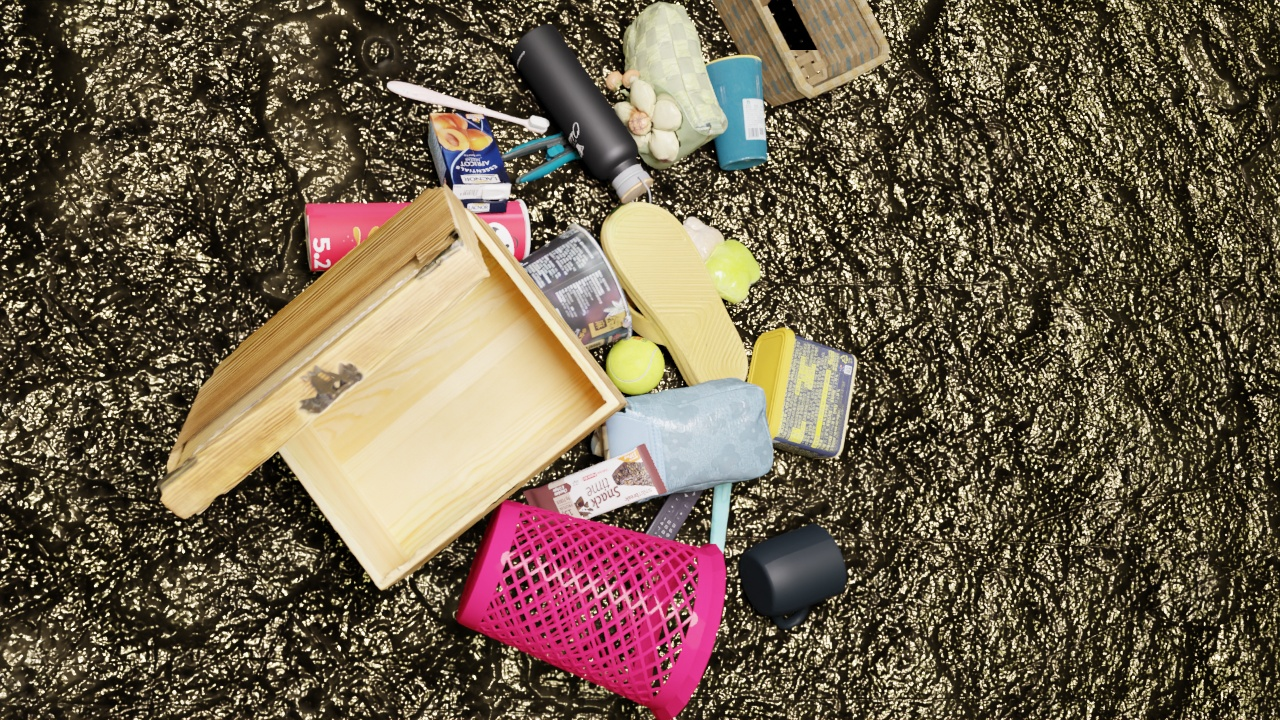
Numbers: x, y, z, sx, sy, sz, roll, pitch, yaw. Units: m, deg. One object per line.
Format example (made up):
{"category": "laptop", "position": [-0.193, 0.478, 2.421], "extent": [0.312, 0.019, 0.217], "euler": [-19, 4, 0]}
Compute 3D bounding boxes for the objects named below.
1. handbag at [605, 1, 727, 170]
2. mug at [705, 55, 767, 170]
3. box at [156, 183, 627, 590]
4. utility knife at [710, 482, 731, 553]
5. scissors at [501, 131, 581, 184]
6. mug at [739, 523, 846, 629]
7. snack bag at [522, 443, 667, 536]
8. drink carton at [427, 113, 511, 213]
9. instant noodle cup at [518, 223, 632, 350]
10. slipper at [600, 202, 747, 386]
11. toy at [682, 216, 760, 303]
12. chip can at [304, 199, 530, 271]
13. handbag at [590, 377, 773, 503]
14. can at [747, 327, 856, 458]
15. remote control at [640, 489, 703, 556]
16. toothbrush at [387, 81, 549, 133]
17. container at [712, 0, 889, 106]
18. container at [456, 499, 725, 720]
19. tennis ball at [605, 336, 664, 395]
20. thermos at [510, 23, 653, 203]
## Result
{"category": "handbag", "position": [0.017, -0.313, 1.052], "extent": [0.116, 0.113, 0.186], "euler": [-14, 86, -37]}
{"category": "mug", "position": [0.117, -0.298, 1.114], "extent": [0.078, 0.078, 0.121], "euler": [-9, 90, -22]}
{"category": "box", "position": [-0.215, 0.008, 0.759], "extent": [0.279, 0.315, 0.282], "euler": [-39, 84, 4]}
{"category": "utility knife", "position": [0.088, 0.213, 1.057], "extent": [0.022, 0.016, 0.179], "euler": [11, 77, -18]}
{"category": "scissors", "position": [-0.090, -0.238, 1.052], "extent": [0.128, 0.019, 0.140], "euler": [19, 69, -13]}
{"category": "mug", "position": [0.172, 0.258, 1.056], "extent": [0.094, 0.085, 0.122], "euler": [-14, 117, -22]}
{"category": "snack bag", "position": [-0.050, 0.138, 0.959], "extent": [0.057, 0.158, 0.013], "euler": [65, 25, -3]}
{"category": "drink carton", "position": [-0.182, -0.208, 0.965], "extent": [0.064, 0.040, 0.130], "euler": [-6, 49, -21]}
{"category": "instant noodle cup", "position": [-0.090, -0.060, 0.968], "extent": [0.112, 0.137, 0.137], "euler": [-27, 92, -16]}
{"category": "slipper", "position": [0.034, -0.066, 1.048], "extent": [0.099, 0.078, 0.263], "euler": [-42, 115, -21]}
{"category": "toy", "position": [0.091, -0.122, 1.086], "extent": [0.115, 0.046, 0.091], "euler": [43, 43, -6]}
{"category": "chip can", "position": [-0.231, -0.131, 0.955], "extent": [0.220, 0.069, 0.069], "euler": [-5, 84, -21]}
{"category": "handbag", "position": [0.043, 0.082, 1.006], "extent": [0.191, 0.119, 0.122], "euler": [-13, 100, -16]}
{"category": "can", "position": [0.188, 0.043, 1.091], "extent": [0.104, 0.075, 0.135], "euler": [17, 76, -21]}
{"category": "remote control", "position": [0.046, 0.159, 1.049], "extent": [0.032, 0.015, 0.136], "euler": [39, 68, -12]}
{"category": "toothbrush", "position": [-0.190, -0.283, 1.022], "extent": [0.181, 0.018, 0.015], "euler": [11, 78, -19]}
{"category": "container", "position": [0.196, -0.450, 1.103], "extent": [0.157, 0.187, 0.250], "euler": [-30, 94, -22]}
{"category": "container", "position": [-0.056, 0.236, 0.923], "extent": [0.225, 0.183, 0.183], "euler": [21, 75, -9]}
{"category": "tennis ball", "position": [-0.006, 0.006, 1.024], "extent": [0.065, 0.065, 0.065], "euler": [3, 81, -21]}
{"category": "thermos", "position": [-0.056, -0.264, 1.026], "extent": [0.061, 0.061, 0.231], "euler": [-33, 85, -22]}
